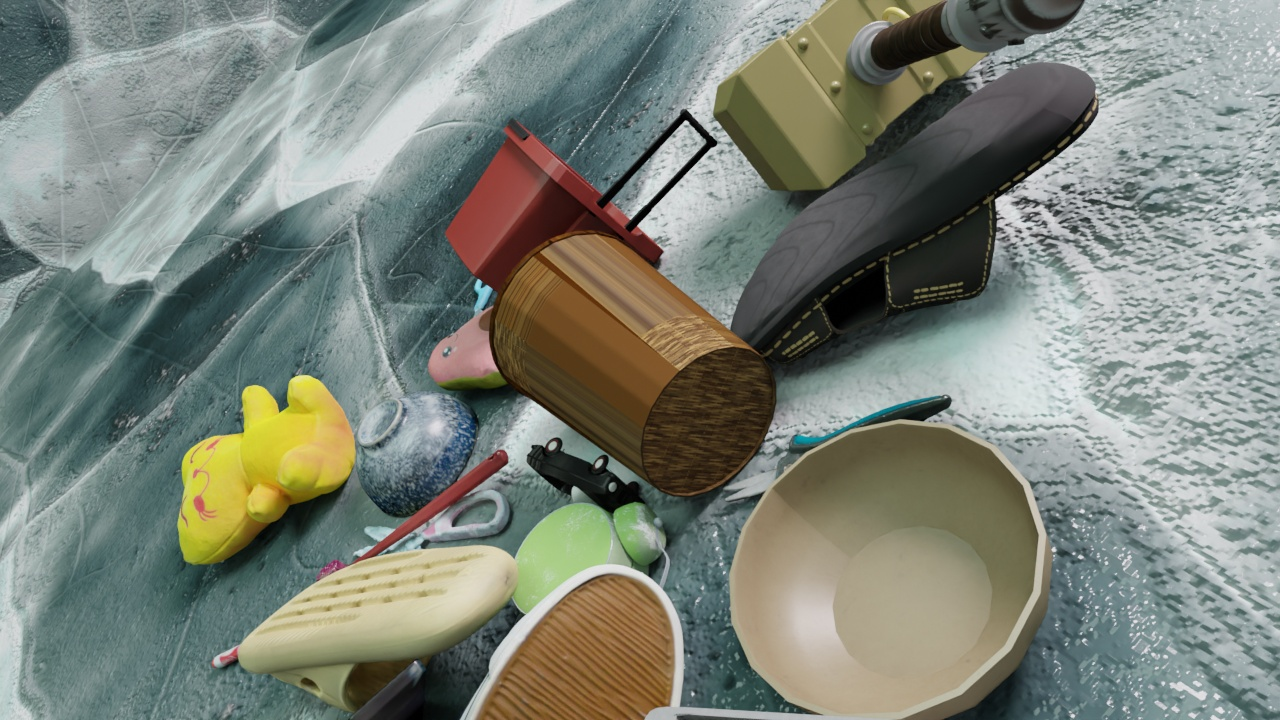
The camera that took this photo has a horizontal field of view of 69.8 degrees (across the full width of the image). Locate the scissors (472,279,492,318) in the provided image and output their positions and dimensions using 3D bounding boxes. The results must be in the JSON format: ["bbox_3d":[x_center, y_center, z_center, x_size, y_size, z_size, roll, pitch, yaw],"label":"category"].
[{"bbox_3d":[-0.145,-0.055,0.878,0.135,0.015,0.133,-27,38,11],"label":"scissors"}]

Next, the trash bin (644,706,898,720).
[{"bbox_3d":[0.112,0.198,0.303,0.229,0.114,0.114,-12,46,35],"label":"trash bin"}]

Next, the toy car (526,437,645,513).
[{"bbox_3d":[-0.041,0.082,0.620,0.092,0.040,0.037,14,64,46],"label":"toy car"}]

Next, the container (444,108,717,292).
[{"bbox_3d":[-0.046,-0.135,0.752,0.201,0.148,0.127,-48,41,8],"label":"container"}]

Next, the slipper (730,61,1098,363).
[{"bbox_3d":[0.161,-0.073,0.567,0.269,0.075,0.112,-38,25,32],"label":"slipper"}]

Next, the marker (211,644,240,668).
[{"bbox_3d":[-0.297,0.221,0.744,0.142,0.013,0.012,-29,39,19],"label":"marker"}]

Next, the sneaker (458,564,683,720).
[{"bbox_3d":[-0.087,0.236,0.486,0.294,0.120,0.127,-55,4,-15],"label":"sneaker"}]

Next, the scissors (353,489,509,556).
[{"bbox_3d":[-0.165,0.131,0.714,0.179,0.016,0.102,2,56,48],"label":"scissors"}]

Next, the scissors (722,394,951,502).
[{"bbox_3d":[0.114,0.053,0.525,0.142,0.019,0.127,-50,34,-1],"label":"scissors"}]

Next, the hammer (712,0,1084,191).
[{"bbox_3d":[0.162,-0.190,0.545,0.190,0.100,0.324,-40,11,4],"label":"hammer"}]

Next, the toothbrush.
[{"bbox_3d":[-0.178,0.123,0.707,0.190,0.016,0.016,-36,33,14],"label":"toothbrush"}]

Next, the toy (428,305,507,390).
[{"bbox_3d":[-0.134,-0.006,0.786,0.110,0.051,0.089,-25,39,24],"label":"toy"}]

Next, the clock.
[{"bbox_3d":[-0.032,0.132,0.564,0.120,0.042,0.094,-8,50,37],"label":"clock"}]

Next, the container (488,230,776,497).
[{"bbox_3d":[-0.004,0.004,0.601,0.132,0.132,0.167,-47,42,-6],"label":"container"}]

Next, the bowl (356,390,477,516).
[{"bbox_3d":[-0.199,0.066,0.767,0.115,0.061,0.114,-26,39,22],"label":"bowl"}]

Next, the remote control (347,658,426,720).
[{"bbox_3d":[-0.141,0.208,0.530,0.047,0.022,0.151,-39,-13,-28],"label":"remote control"}]

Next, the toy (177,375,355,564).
[{"bbox_3d":[-0.349,0.100,0.854,0.194,0.087,0.134,-31,56,21],"label":"toy"}]

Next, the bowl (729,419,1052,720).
[{"bbox_3d":[0.121,0.105,0.440,0.153,0.050,0.152,-25,40,23],"label":"bowl"}]

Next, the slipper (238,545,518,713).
[{"bbox_3d":[-0.164,0.180,0.606,0.262,0.079,0.111,-20,15,41],"label":"slipper"}]
